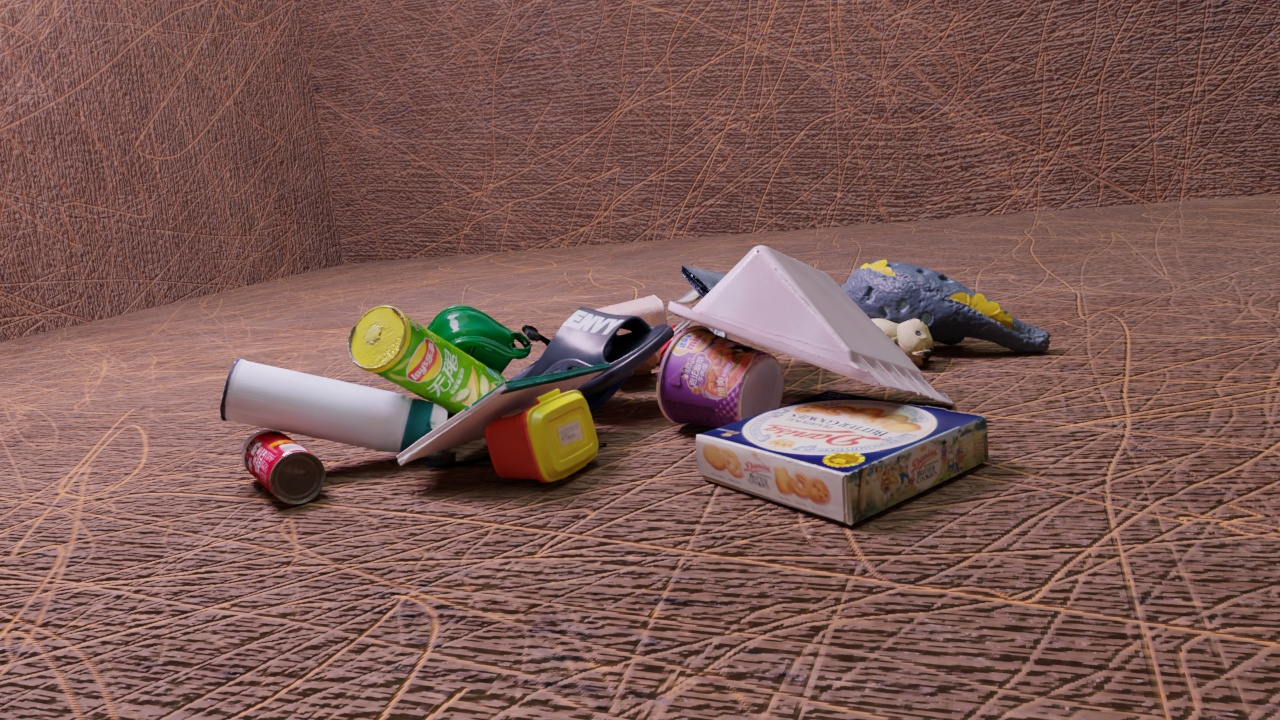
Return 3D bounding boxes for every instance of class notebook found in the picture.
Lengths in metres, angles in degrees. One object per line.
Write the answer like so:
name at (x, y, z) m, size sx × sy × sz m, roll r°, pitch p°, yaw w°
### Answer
notebook at (-0.133, 0.050, 0.942) m, size 0.151 × 0.012 × 0.208 m, roll -33°, pitch -9°, yaw 24°

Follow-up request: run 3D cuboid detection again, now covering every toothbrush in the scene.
toothbrush at (-0.103, -0.010, 1.210) m, size 0.016 × 0.014 × 0.189 m, roll 50°, pitch 7°, yaw 31°
toothbrush at (-0.129, 0.095, 0.956) m, size 0.189 × 0.017 × 0.014 m, roll -6°, pitch 9°, yaw -4°

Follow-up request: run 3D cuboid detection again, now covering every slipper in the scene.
slipper at (-0.083, -0.009, 1.095) m, size 0.269 × 0.083 × 0.110 m, roll -17°, pitch 20°, yaw 42°

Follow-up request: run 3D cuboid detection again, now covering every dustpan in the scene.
dustpan at (0.163, -0.008, 0.960) m, size 0.222 × 0.139 × 0.273 m, roll 14°, pitch 34°, yaw -52°

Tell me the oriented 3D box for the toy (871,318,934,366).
toy at (0.289, -0.037, 1.147) m, size 0.157 × 0.066 × 0.105 m, roll 21°, pitch 16°, yaw 19°

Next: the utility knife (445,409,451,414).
utility knife at (-0.262, 0.071, 1.137) m, size 0.029 × 0.013 × 0.160 m, roll 4°, pitch 13°, yaw 26°

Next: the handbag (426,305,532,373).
handbag at (-0.215, -0.002, 1.151) m, size 0.120 × 0.132 × 0.068 m, roll 16°, pitch 42°, yaw -36°

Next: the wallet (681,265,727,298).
wallet at (0.113, -0.084, 1.137) m, size 0.097 × 0.019 × 0.121 m, roll 9°, pitch 25°, yaw -26°

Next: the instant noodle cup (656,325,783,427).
instant noodle cup at (0.089, 0.024, 0.964) m, size 0.099 × 0.112 × 0.111 m, roll 14°, pitch 23°, yaw 40°

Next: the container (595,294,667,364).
container at (-0.021, -0.037, 1.322) m, size 0.111 × 0.090 × 0.090 m, roll -11°, pitch 13°, yaw -6°

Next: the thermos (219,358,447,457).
thermos at (-0.320, 0.054, 0.978) m, size 0.224 × 0.073 × 0.073 m, roll 13°, pitch 10°, yaw -11°

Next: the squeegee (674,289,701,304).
squeegee at (0.177, -0.058, 1.196) m, size 0.246 × 0.039 × 0.246 m, roll 21°, pitch 11°, yaw 6°

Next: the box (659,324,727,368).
box at (0.085, -0.013, 1.141) m, size 0.092 × 0.094 × 0.201 m, roll -44°, pitch 7°, yaw 11°

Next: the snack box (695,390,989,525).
snack box at (0.175, 0.077, 0.808) m, size 0.182 × 0.046 × 0.178 m, roll -15°, pitch 14°, yaw -34°

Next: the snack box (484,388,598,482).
snack box at (-0.098, 0.074, 0.892) m, size 0.080 × 0.082 × 0.091 m, roll -10°, pitch 8°, yaw 35°

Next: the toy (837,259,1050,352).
toy at (0.349, -0.074, 1.213) m, size 0.357 × 0.091 × 0.137 m, roll 16°, pitch -12°, yaw 47°

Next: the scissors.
scissors at (-0.010, 0.005, 1.112) m, size 0.172 × 0.012 × 0.129 m, roll -46°, pitch 15°, yaw -25°

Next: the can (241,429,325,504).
can at (-0.368, 0.106, 0.938) m, size 0.053 × 0.053 × 0.133 m, roll -15°, pitch 15°, yaw -33°

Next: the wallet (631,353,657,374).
wallet at (-0.022, -0.004, 1.205) m, size 0.087 × 0.024 × 0.115 m, roll -4°, pitch -20°, yaw 5°

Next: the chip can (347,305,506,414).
chip can at (-0.226, 0.012, 1.018) m, size 0.073 × 0.072 × 0.221 m, roll -1°, pitch -20°, yaw 23°
